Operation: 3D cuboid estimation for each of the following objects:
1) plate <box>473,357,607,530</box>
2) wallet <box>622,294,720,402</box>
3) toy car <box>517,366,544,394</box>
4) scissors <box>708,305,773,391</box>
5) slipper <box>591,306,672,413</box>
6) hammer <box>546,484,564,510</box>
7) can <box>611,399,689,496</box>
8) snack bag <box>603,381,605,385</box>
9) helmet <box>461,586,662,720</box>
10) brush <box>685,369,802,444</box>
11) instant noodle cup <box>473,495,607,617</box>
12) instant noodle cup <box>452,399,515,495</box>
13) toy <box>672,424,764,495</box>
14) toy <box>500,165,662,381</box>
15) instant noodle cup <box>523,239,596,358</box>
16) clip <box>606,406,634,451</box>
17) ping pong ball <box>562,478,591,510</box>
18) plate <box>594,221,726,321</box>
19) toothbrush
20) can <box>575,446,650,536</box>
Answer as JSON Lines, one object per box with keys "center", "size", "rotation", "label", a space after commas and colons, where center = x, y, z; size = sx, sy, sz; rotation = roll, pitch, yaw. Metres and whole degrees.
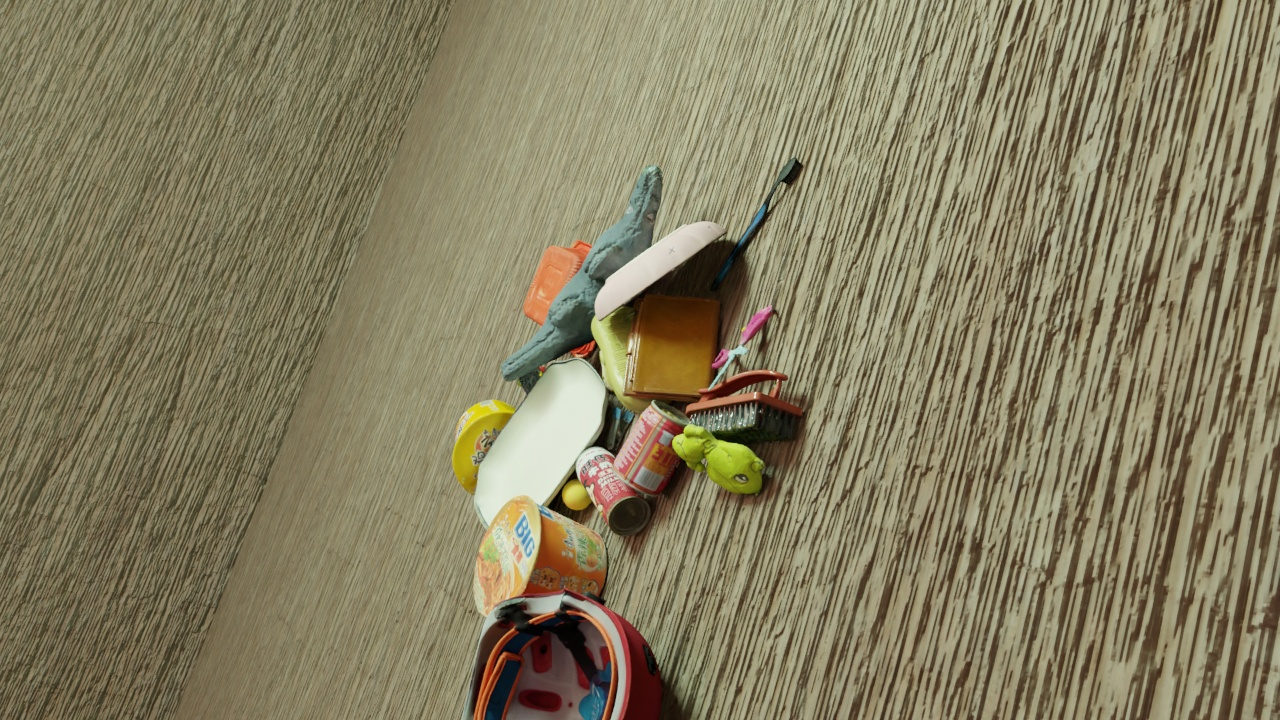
{"center": [-0.130, 0.120, 1.237], "size": [0.266, 0.034, 0.162], "rotation": [-55, 42, 9], "label": "plate"}
{"center": [0.031, -0.016, 1.085], "size": [0.035, 0.119, 0.130], "rotation": [73, -157, -62], "label": "wallet"}
{"center": [-0.163, 0.031, 1.433], "size": [0.049, 0.031, 0.106], "rotation": [-61, 31, 7], "label": "toy car"}
{"center": [0.102, -0.009, 1.004], "size": [0.133, 0.017, 0.131], "rotation": [-52, 6, -34], "label": "scissors"}
{"center": [-0.007, 0.007, 1.164], "size": [0.190, 0.091, 0.082], "rotation": [-116, 20, -46], "label": "slipper"}
{"center": [-0.135, 0.202, 1.263], "size": [0.129, 0.032, 0.300], "rotation": [26, 92, 60], "label": "hammer"}
{"center": [0.017, 0.100, 1.055], "size": [0.094, 0.066, 0.066], "rotation": [-61, 30, 10], "label": "can"}
{"center": [-0.027, -0.013, 1.249], "size": [0.048, 0.026, 0.104], "rotation": [1, 71, 65], "label": "snack bag"}
{"center": [-0.061, 0.347, 0.936], "size": [0.241, 0.144, 0.206], "rotation": [-14, 57, 38], "label": "helmet"}
{"center": [0.100, 0.050, 0.962], "size": [0.146, 0.063, 0.069], "rotation": [-15, 59, 56], "label": "brush"}
{"center": [-0.119, 0.252, 1.120], "size": [0.152, 0.111, 0.151], "rotation": [-38, 40, 40], "label": "instant noodle cup"}
{"center": [-0.215, 0.125, 1.358], "size": [0.138, 0.138, 0.110], "rotation": [-63, 22, 5], "label": "instant noodle cup"}
{"center": [0.082, 0.103, 0.940], "size": [0.031, 0.100, 0.097], "rotation": [-47, -2, -32], "label": "toy"}
{"center": [-0.057, -0.106, 1.252], "size": [0.091, 0.137, 0.357], "rotation": [46, 110, 27], "label": "toy"}
{"center": [-0.109, -0.101, 1.394], "size": [0.189, 0.079, 0.164], "rotation": [29, 99, 56], "label": "instant noodle cup"}
{"center": [-0.029, 0.090, 1.189], "size": [0.027, 0.043, 0.058], "rotation": [17, 88, 59], "label": "clip"}
{"center": [-0.081, 0.174, 1.189], "size": [0.040, 0.040, 0.040], "rotation": [-38, 40, 40], "label": "ping pong ball"}
{"center": [0.017, -0.117, 1.128], "size": [0.192, 0.039, 0.192], "rotation": [-35, 4, 3], "label": "plate"}
{"center": [0.137, -0.160, 1.106], "size": [0.190, 0.016, 0.014], "rotation": [-58, 39, 19], "label": "toothbrush"}
{"center": [-0.036, 0.156, 1.115], "size": [0.053, 0.053, 0.132], "rotation": [-61, 30, 10], "label": "can"}
